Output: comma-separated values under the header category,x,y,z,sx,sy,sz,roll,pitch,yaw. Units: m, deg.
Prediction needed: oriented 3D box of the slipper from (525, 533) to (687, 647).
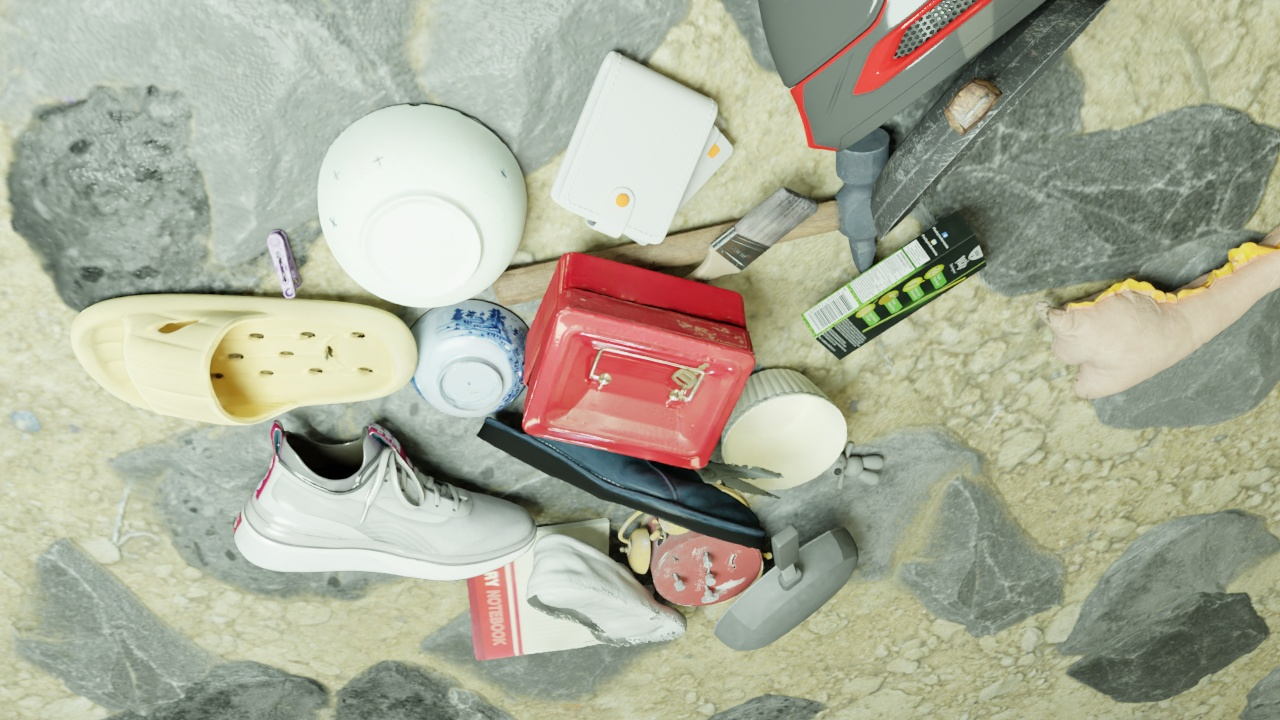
category,x,y,z,sx,sy,sz,roll,pitch,yaw
slipper,-0.032,0.241,0.933,0.112,0.074,0.247,-8,147,31

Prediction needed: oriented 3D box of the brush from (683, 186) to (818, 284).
category,x,y,z,sx,sy,sz,roll,pitch,yaw
brush,0.069,-0.082,0.714,0.152,0.012,0.039,-37,131,27

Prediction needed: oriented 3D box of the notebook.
category,x,y,z,sx,sy,sz,roll,pitch,yaw
notebook,-0.109,0.250,0.984,0.153,0.012,0.209,-5,129,-9

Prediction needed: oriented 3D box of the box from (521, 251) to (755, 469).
category,x,y,z,sx,sy,sz,roll,pitch,yaw
box,-0.005,-0.006,0.719,0.157,0.112,0.135,15,129,-13

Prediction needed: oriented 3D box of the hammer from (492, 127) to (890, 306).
category,x,y,z,sx,sy,sz,roll,pitch,yaw
hammer,0.041,-0.090,0.733,0.322,0.040,0.129,-13,133,0

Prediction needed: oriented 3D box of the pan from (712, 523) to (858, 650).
category,x,y,z,sx,sy,sz,roll,pitch,yaw
pan,0.144,0.211,0.877,0.178,0.041,0.357,-36,155,-6

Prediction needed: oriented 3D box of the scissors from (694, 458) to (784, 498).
category,x,y,z,sx,sy,sz,roll,pitch,yaw
scissors,0.030,0.079,0.825,0.210,0.015,0.142,-1,125,24

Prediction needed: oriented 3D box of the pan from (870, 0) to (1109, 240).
category,x,y,z,sx,sy,sz,roll,pitch,yaw
pan,0.201,-0.155,0.559,0.040,0.356,0.208,45,113,8

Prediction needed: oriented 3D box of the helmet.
category,x,y,z,sx,sy,sz,roll,pitch,yaw
helmet,0.165,-0.265,0.536,0.265,0.163,0.170,-36,97,24

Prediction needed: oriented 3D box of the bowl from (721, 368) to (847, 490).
category,x,y,z,sx,sy,sz,roll,pitch,yaw
bowl,0.125,0.057,0.845,0.115,0.062,0.115,-5,128,-7

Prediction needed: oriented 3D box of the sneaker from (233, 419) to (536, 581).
category,x,y,z,sx,sy,sz,roll,pitch,yaw
sneaker,-0.212,0.118,0.813,0.262,0.096,0.129,9,115,-23

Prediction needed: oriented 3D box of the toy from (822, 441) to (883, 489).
category,x,y,z,sx,sy,sz,roll,pitch,yaw
toy,0.193,0.103,0.916,0.111,0.030,0.049,11,96,-22

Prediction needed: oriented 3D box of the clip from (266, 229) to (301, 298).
category,x,y,z,sx,sy,sz,roll,pitch,yaw
clip,-0.268,-0.069,0.691,0.014,0.042,0.052,-8,142,-3

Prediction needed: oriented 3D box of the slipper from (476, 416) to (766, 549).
category,x,y,z,sx,sy,sz,roll,pitch,yaw
slipper,-0.011,0.078,0.772,0.083,0.266,0.109,-67,157,-6

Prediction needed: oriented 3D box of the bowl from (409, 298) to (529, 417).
category,x,y,z,sx,sy,sz,roll,pitch,yaw
bowl,-0.142,0.009,0.766,0.114,0.045,0.114,-5,128,-7

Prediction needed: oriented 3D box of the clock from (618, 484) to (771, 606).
category,x,y,z,sx,sy,sz,roll,pitch,yaw
clock,0.051,0.189,0.923,0.158,0.081,0.117,28,118,-29

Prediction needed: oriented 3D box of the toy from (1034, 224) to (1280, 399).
category,x,y,z,sx,sy,sz,roll,pitch,yaw
toy,0.496,-0.065,0.822,0.265,0.065,0.196,-37,130,16

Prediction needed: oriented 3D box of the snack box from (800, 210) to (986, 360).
category,x,y,z,sx,sy,sz,roll,pitch,yaw
snack box,0.214,-0.059,0.773,0.148,0.025,0.080,-35,154,16

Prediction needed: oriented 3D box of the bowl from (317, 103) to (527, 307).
category,x,y,z,sx,sy,sz,roll,pitch,yaw
bowl,-0.157,-0.099,0.662,0.153,0.072,0.154,-5,128,-6

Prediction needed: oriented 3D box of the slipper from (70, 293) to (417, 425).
category,x,y,z,sx,sy,sz,roll,pitch,yaw
slipper,-0.306,0.010,0.707,0.261,0.079,0.111,-2,130,-3

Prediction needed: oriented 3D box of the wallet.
category,x,y,z,sx,sy,sz,roll,pitch,yaw
wallet,0.007,-0.143,0.666,0.115,0.037,0.118,19,102,-24
